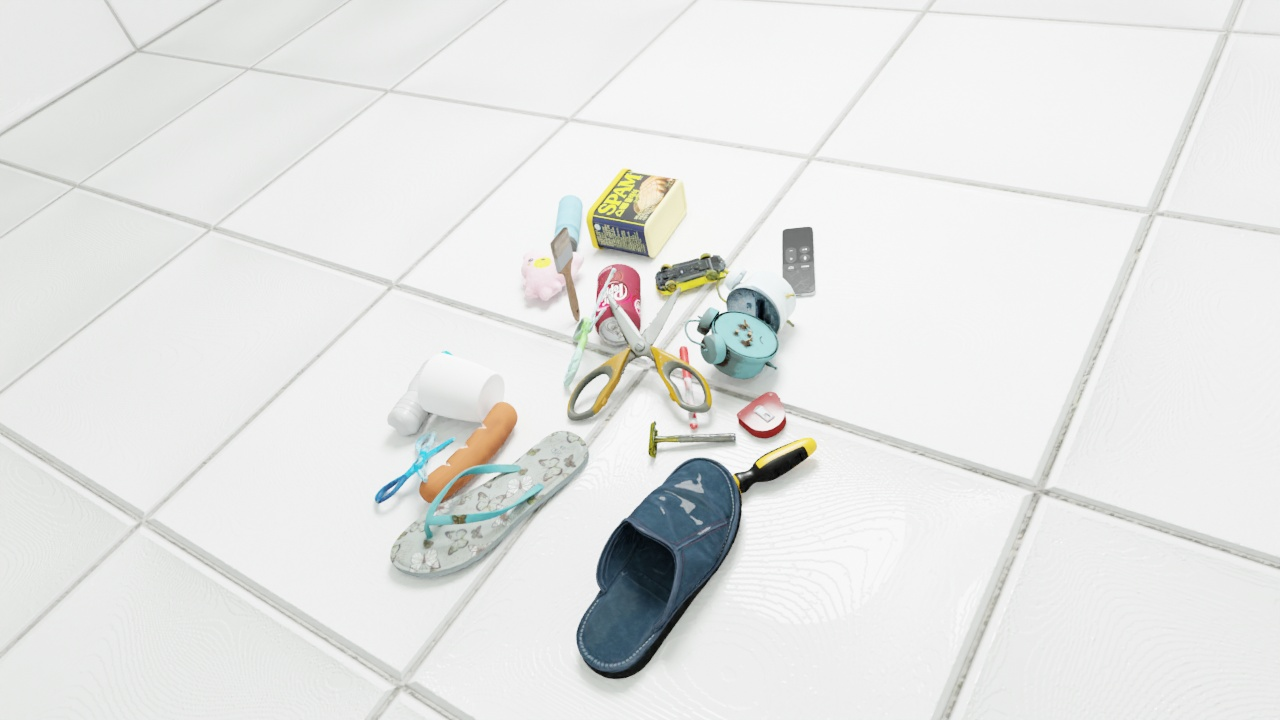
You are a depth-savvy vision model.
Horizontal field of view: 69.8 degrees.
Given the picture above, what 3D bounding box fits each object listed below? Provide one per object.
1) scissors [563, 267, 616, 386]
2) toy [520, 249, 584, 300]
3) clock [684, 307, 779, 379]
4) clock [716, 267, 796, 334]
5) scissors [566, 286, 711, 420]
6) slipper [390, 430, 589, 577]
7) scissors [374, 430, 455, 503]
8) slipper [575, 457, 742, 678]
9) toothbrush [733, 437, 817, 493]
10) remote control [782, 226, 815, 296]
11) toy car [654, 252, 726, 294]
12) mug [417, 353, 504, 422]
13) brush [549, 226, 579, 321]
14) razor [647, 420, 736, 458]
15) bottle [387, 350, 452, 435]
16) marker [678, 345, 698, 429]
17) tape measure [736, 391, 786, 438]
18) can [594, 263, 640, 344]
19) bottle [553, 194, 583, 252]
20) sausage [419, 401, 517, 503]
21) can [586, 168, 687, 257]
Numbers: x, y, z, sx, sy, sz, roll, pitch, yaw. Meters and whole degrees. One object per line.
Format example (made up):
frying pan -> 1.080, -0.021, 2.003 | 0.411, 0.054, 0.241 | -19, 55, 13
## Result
scissors -> -0.069, -0.039, 1.215 | 0.024, 0.172, 0.165 | 25, 75, -8
toy -> -0.141, -0.129, 1.375 | 0.102, 0.050, 0.093 | 7, 54, 27
clock -> 0.113, -0.022, 1.158 | 0.124, 0.053, 0.089 | 12, 41, -12
clock -> 0.148, -0.079, 1.214 | 0.118, 0.083, 0.056 | 23, 51, 30
scissors -> -0.006, 0.006, 1.180 | 0.230, 0.016, 0.225 | -38, 61, 3
slipper -> -0.176, 0.164, 1.091 | 0.268, 0.055, 0.098 | -32, 48, -18
scissors -> -0.286, 0.135, 1.156 | 0.140, 0.011, 0.134 | -43, 25, -5
slipper -> 0.019, 0.199, 0.963 | 0.109, 0.083, 0.264 | 20, 58, 30
toothbrush -> 0.115, 0.139, 1.046 | 0.196, 0.031, 0.031 | -28, 41, -5
remote control -> 0.225, -0.142, 1.307 | 0.045, 0.008, 0.146 | -4, 45, 13
toy car -> 0.072, -0.123, 1.319 | 0.107, 0.030, 0.049 | -15, 42, 5
mug -> -0.228, 0.035, 1.228 | 0.088, 0.081, 0.114 | 14, 20, 20
brush -> -0.100, -0.113, 1.278 | 0.008, 0.143, 0.045 | 8, 40, 22
razor -> 0.063, 0.094, 1.111 | 0.106, 0.026, 0.042 | -2, 43, 9
bottle -> -0.295, 0.041, 1.256 | 0.044, 0.044, 0.135 | 7, 48, 23
marker -> 0.061, 0.033, 1.178 | 0.013, 0.013, 0.142 | -11, 44, 6
tape measure -> 0.153, 0.066, 1.112 | 0.059, 0.019, 0.051 | -34, 46, -17
can -> -0.031, -0.079, 1.282 | 0.063, 0.063, 0.114 | -8, 44, 8
bottle -> -0.115, -0.211, 1.456 | 0.040, 0.040, 0.129 | -8, 44, 9
sausage -> -0.212, 0.117, 1.156 | 0.044, 0.039, 0.163 | 32, 61, 18
can -> -0.003, -0.227, 1.416 | 0.104, 0.075, 0.134 | 15, 52, 25
